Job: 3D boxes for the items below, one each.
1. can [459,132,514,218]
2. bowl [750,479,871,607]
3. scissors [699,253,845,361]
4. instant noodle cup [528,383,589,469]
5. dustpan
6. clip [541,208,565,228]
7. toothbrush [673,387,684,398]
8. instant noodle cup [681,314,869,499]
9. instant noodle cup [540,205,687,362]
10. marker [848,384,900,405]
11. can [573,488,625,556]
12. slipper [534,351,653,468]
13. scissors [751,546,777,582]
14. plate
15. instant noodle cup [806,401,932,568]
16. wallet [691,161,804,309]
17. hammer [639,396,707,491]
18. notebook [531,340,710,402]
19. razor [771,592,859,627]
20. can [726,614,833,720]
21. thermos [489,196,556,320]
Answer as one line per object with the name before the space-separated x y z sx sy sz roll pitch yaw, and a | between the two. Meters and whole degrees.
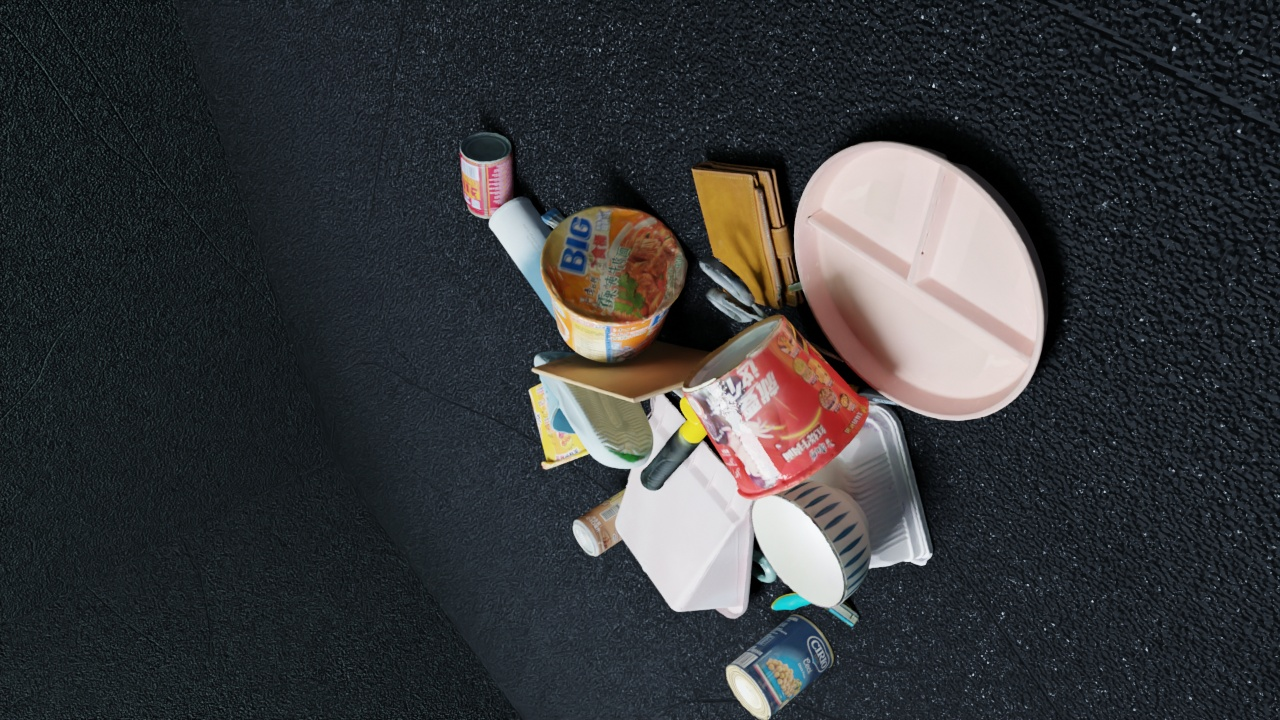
can | -0.198 -0.239 1.191 0.066 0.066 0.094 44 149 29
bowl | 0.162 0.155 0.822 0.116 0.066 0.117 42 148 34
scissors | 0.116 -0.039 0.842 0.181 0.014 0.159 30 169 49
instant noodle cup | -0.080 0.069 1.220 0.138 0.137 0.110 -26 85 63
dustpan | 0.079 0.196 1.163 0.222 0.138 0.274 52 127 42
clip | -0.097 -0.167 1.138 0.056 0.024 0.027 41 151 22
toothbrush | 0.031 0.026 1.110 0.192 0.016 0.018 35 153 41
instant noodle cup | 0.108 0.035 0.785 0.108 0.137 0.138 52 154 -9
instant noodle cup | -0.031 -0.075 0.988 0.151 0.151 0.112 50 159 20
marker | 0.206 0.032 0.811 0.018 0.015 0.124 32 167 -35
can | -0.034 0.223 1.297 0.058 0.116 0.059 40 146 34
slipper | -0.055 0.061 1.073 0.245 0.104 0.074 -127 47 -55
scissors | 0.113 0.184 1.116 0.170 0.019 0.181 47 152 32
plate | 0.210 -0.061 0.706 0.229 0.028 0.230 40 146 34
instant noodle cup | 0.193 0.120 0.875 0.138 0.060 0.173 12 124 56
wallet | 0.100 -0.113 0.837 0.119 0.035 0.131 21 134 52
hammer | 0.056 0.078 0.985 0.033 0.128 0.302 55 151 13
notebook | -0.006 0.006 1.007 0.212 0.149 0.012 14 116 55
razor | 0.195 0.282 1.059 0.043 0.028 0.133 34 155 -17
can | 0.166 0.367 1.098 0.075 0.111 0.075 41 147 34
thermos | -0.109 -0.107 1.167 0.220 0.070 0.070 54 152 13
